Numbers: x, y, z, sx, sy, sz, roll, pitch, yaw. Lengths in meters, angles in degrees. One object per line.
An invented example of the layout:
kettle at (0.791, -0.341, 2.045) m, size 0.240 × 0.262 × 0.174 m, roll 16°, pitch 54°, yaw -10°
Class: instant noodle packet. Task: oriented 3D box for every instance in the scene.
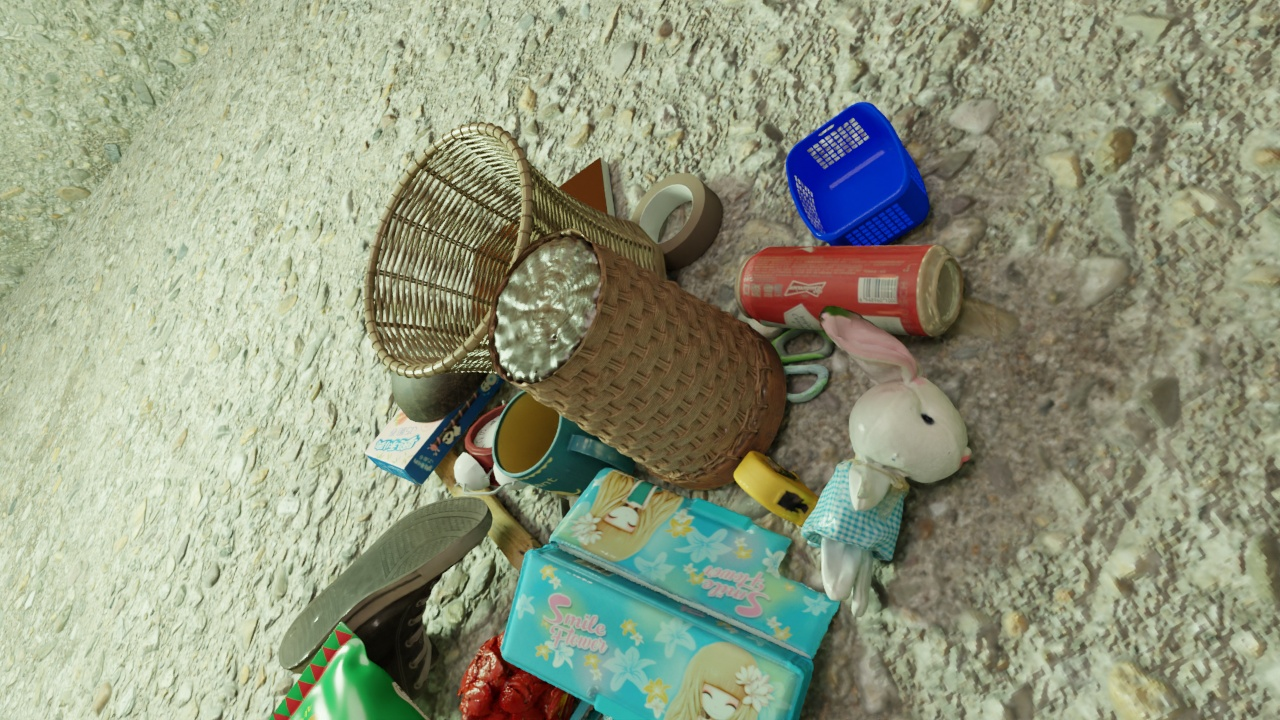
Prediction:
instant noodle packet at (-0.226, 0.382, 0.780) m, size 0.253 × 0.090 × 0.196 m, roll 39°, pitch 96°, yaw 16°

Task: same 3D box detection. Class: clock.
clock at (-0.129, 0.086, 0.888) m, size 0.087 × 0.044 × 0.124 m, roll -5°, pitch 33°, yaw 28°

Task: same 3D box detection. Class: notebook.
notebook at (-0.112, -0.113, 1.037) m, size 0.210 × 0.022 × 0.171 m, roll -30°, pitch 48°, yaw 27°

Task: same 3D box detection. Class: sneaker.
sneaker at (-0.212, 0.231, 0.869) m, size 0.234 × 0.120 × 0.095 m, roll -44°, pitch 31°, yaw -3°

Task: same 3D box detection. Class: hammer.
hammer at (-0.164, 0.141, 0.935) m, size 0.330 × 0.033 × 0.132 m, roll 34°, pitch 94°, yaw 48°

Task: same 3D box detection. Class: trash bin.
trash bin at (-0.004, 0.004, 0.715) m, size 0.152 × 0.210 × 0.151 m, roll -20°, pitch 57°, yaw 36°

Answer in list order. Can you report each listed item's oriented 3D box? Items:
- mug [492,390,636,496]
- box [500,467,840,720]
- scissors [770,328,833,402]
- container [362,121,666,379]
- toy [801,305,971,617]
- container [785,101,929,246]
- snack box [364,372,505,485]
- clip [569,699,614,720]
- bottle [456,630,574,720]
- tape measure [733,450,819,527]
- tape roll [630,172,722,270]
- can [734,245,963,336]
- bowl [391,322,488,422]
mug at (-0.056, 0.081, 0.814) m, size 0.112 × 0.104 × 0.084 m, roll 6°, pitch 72°, yaw 42°
box at (0.021, 0.182, 0.676) m, size 0.227 × 0.074 × 0.180 m, roll 18°, pitch 73°, yaw 25°
scissors at (0.088, 0.004, 0.793) m, size 0.176 × 0.033 × 0.072 m, roll -2°, pitch 70°, yaw 38°
container at (-0.107, -0.074, 0.847) m, size 0.227 × 0.196 × 0.226 m, roll -16°, pitch 66°, yaw 39°
toy at (0.167, 0.072, 0.625) m, size 0.106 × 0.131 × 0.205 m, roll 5°, pitch 76°, yaw 27°
container at (0.180, -0.143, 0.755) m, size 0.096 × 0.058 × 0.114 m, roll -33°, pitch 48°, yaw 25°
snack box at (-0.223, 0.060, 1.002) m, size 0.088 × 0.033 × 0.153 m, roll 9°, pitch 56°, yaw 45°
clip at (-0.034, 0.267, 0.748) m, size 0.113 × 0.028 × 0.126 m, roll 22°, pitch 84°, yaw 45°
bottle at (-0.096, 0.267, 0.762) m, size 0.099 × 0.099 × 0.111 m, roll 24°, pitch 78°, yaw 47°
tape measure at (0.101, 0.093, 0.695) m, size 0.030 × 0.059 × 0.068 m, roll -54°, pitch 42°, yaw 6°
tape roll at (0.034, -0.137, 0.907) m, size 0.094 × 0.030 × 0.093 m, roll -22°, pitch 54°, yaw 33°
can at (0.158, -0.056, 0.713) m, size 0.170 × 0.067 × 0.067 m, roll 6°, pitch 71°, yaw 40°
bowl at (-0.223, 0.002, 0.985) m, size 0.121 × 0.056 × 0.121 m, roll -23°, pitch 37°, yaw 19°
